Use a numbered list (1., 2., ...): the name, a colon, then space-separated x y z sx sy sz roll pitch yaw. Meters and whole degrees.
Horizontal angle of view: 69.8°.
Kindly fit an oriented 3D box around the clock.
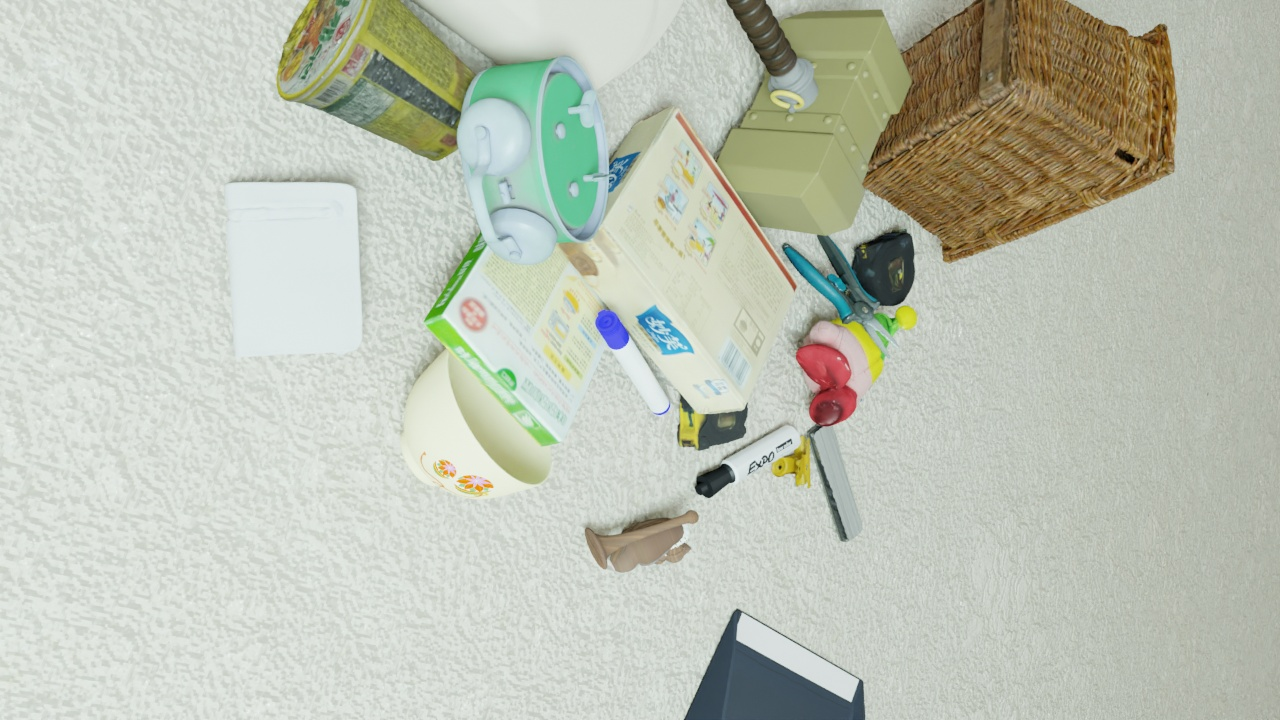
1. clock: -0.069 -0.129 0.605 0.161 0.075 0.122 -64 148 -54

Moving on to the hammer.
1. hammer: 0.097 -0.262 0.723 0.324 0.101 0.190 39 71 -50

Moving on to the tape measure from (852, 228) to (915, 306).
1. tape measure: 0.252 -0.093 0.950 0.071 0.042 0.072 -25 112 -36

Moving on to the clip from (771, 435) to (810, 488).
1. clip: 0.157 0.105 0.907 0.046 0.035 0.053 -11 103 -43

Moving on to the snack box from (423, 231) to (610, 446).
1. snack box: -0.076 -0.041 0.683 0.132 0.027 0.167 51 41 -29

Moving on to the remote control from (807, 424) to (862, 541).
1. remote control: 0.203 0.127 0.954 0.033 0.013 0.136 -32 111 -31

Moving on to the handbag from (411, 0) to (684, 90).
1. handbag: -0.066 -0.313 0.666 0.210 0.103 0.208 30 85 -35

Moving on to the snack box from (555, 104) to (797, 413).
1. snack box: 0.039 -0.079 0.762 0.207 0.055 0.153 50 51 -29

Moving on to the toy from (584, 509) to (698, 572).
1. toy: 0.002 0.157 0.790 0.101 0.041 0.055 -13 142 -25

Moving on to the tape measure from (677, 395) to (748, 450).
1. tape measure: 0.068 0.045 0.830 0.067 0.038 0.062 -8 100 -35

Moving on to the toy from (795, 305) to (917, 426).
1. toy: 0.215 0.001 0.906 0.131 0.097 0.124 -53 130 -43

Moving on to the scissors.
1. scissors: 0.192 -0.069 0.881 0.149 0.019 0.122 24 54 -5

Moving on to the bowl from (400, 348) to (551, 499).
1. bowl: -0.128 0.053 0.657 0.074 0.117 0.118 -30 120 16

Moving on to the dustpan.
1. dustpan: 0.133 0.419 0.891 0.236 0.080 0.272 37 73 -33

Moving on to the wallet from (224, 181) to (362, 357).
1. wallet: -0.228 -0.061 0.607 0.086 0.032 0.116 0 97 -26

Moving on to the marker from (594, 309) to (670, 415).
1. marker: -0.004 0.004 0.748 0.020 0.020 0.141 -58 149 -17

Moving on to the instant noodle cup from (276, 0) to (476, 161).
1. instant noodle cup: -0.165 -0.189 0.604 0.108 0.102 0.102 29 78 -44

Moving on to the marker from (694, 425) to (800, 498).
1. marker: 0.101 0.096 0.868 0.125 0.025 0.025 -25 109 -32

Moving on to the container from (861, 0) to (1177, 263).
1. container: 0.331 -0.228 0.865 0.183 0.251 0.162 21 67 -25
